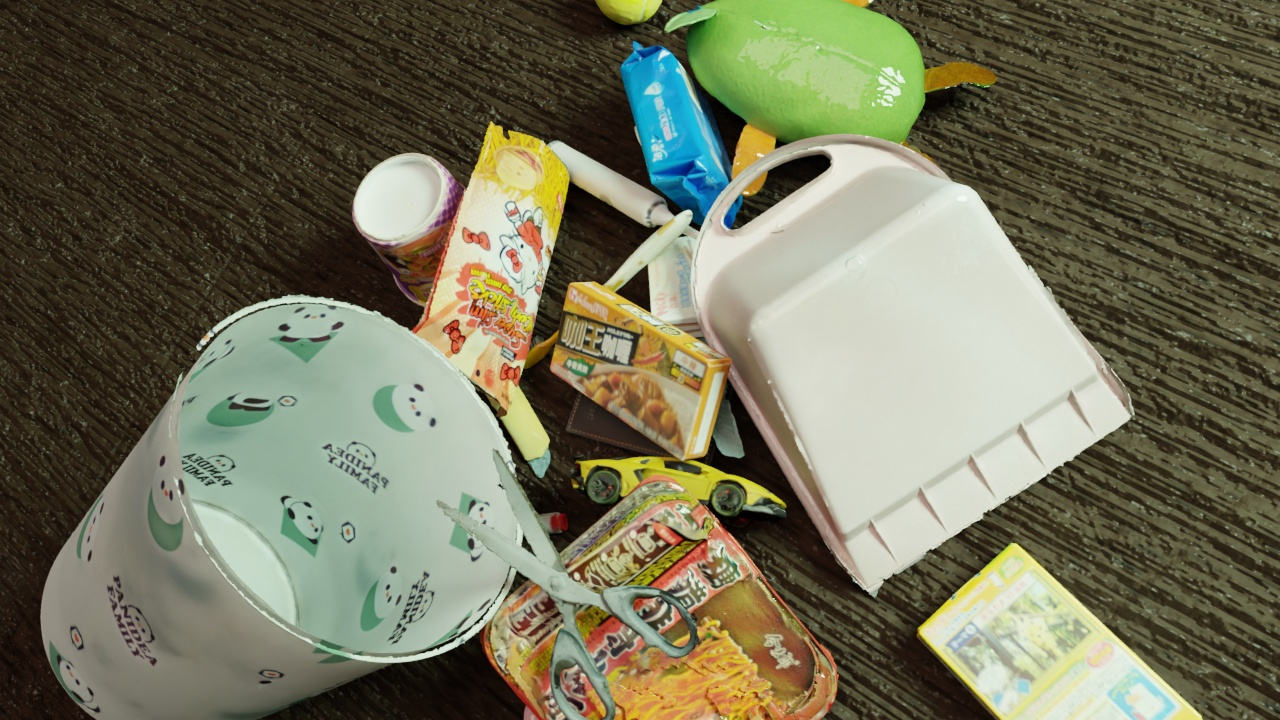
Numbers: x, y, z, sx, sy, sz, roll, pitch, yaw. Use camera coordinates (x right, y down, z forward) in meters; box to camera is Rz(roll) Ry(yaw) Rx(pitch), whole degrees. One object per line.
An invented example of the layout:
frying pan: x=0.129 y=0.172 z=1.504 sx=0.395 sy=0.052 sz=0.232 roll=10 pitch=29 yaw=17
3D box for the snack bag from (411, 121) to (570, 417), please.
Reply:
snack bag: x=-0.112 y=-0.074 z=0.715 sx=0.073 sy=0.128 sz=0.207 roll=-3 pitch=60 yaw=22

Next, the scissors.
scissors: x=-0.044 y=0.137 z=0.542 sx=0.159 sy=0.014 sz=0.174 roll=2 pitch=90 yaw=2

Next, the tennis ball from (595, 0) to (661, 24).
tennis ball: x=-0.011 y=-0.337 z=0.826 sx=0.065 sy=0.065 sz=0.065 roll=-5 pitch=68 yaw=13

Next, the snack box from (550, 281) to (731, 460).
snack box: x=-0.004 y=0.004 z=0.659 sx=0.154 sy=0.026 sz=0.075 roll=32 pitch=117 yaw=40

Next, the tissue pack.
tissue pack: x=0.032 y=-0.174 z=0.735 sx=0.052 sy=0.095 sz=0.157 roll=-24 pitch=65 yaw=19

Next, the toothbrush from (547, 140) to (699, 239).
toothbrush: x=-0.006 y=-0.129 z=0.738 sx=0.221 sy=0.026 sz=0.026 roll=36 pitch=95 yaw=38

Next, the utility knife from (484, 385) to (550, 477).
utility knife: x=-0.115 y=0.024 z=0.742 sx=0.031 sy=0.018 sz=0.165 roll=-36 pitch=63 yaw=4

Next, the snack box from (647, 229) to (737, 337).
snack box: x=0.084 y=-0.063 z=0.694 sx=0.157 sy=0.027 sz=0.084 roll=-8 pitch=51 yaw=7

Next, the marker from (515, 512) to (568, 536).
marker: x=-0.126 y=0.132 z=0.703 sx=0.145 sy=0.017 sz=0.017 roll=-9 pitch=67 yaw=12

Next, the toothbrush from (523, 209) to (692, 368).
toothbrush: x=-0.031 y=-0.055 z=0.715 sx=0.192 sy=0.016 sz=0.018 roll=-41 pitch=51 yaw=22

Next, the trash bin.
trash bin: x=-0.243 y=0.121 z=0.598 sx=0.253 sy=0.229 sz=0.229 roll=-35 pitch=61 yaw=32

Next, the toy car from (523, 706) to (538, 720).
toy car: x=-0.053 y=0.278 z=0.615 sx=0.056 sy=0.037 sz=0.122 roll=-8 pitch=66 yaw=11

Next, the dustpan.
dustpan: x=0.168 y=-0.021 z=0.641 sx=0.222 sy=0.138 sz=0.273 roll=-31 pitch=107 yaw=1

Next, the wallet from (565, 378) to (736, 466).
wallet: x=0.011 y=0.026 z=0.706 sx=0.122 sy=0.020 sz=0.096 roll=14 pitch=74 yaw=22

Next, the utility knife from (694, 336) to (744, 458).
utility knife: x=0.045 y=-0.012 z=0.690 sx=0.029 sy=0.013 sz=0.205 roll=-16 pitch=53 yaw=1

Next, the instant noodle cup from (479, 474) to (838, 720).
instant noodle cup: x=0.014 y=0.185 z=0.588 sx=0.164 sy=0.079 sz=0.189 roll=-39 pitch=90 yaw=-2

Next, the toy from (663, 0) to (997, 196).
toy: x=0.142 y=-0.221 z=0.718 sx=0.247 sy=0.090 sz=0.226 roll=29 pitch=76 yaw=13

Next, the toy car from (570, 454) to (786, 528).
toy car: x=0.026 y=0.092 z=0.646 sx=0.156 sy=0.071 sz=0.041 roll=5 pitch=74 yaw=15

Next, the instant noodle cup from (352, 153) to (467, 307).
instant noodle cup: x=-0.180 y=-0.114 z=0.769 sx=0.112 sy=0.099 sz=0.111 roll=-5 pitch=67 yaw=12

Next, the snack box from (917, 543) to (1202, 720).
snack box: x=0.252 y=0.193 z=0.565 sx=0.087 sy=0.034 sz=0.140 roll=-42 pitch=66 yaw=-3
